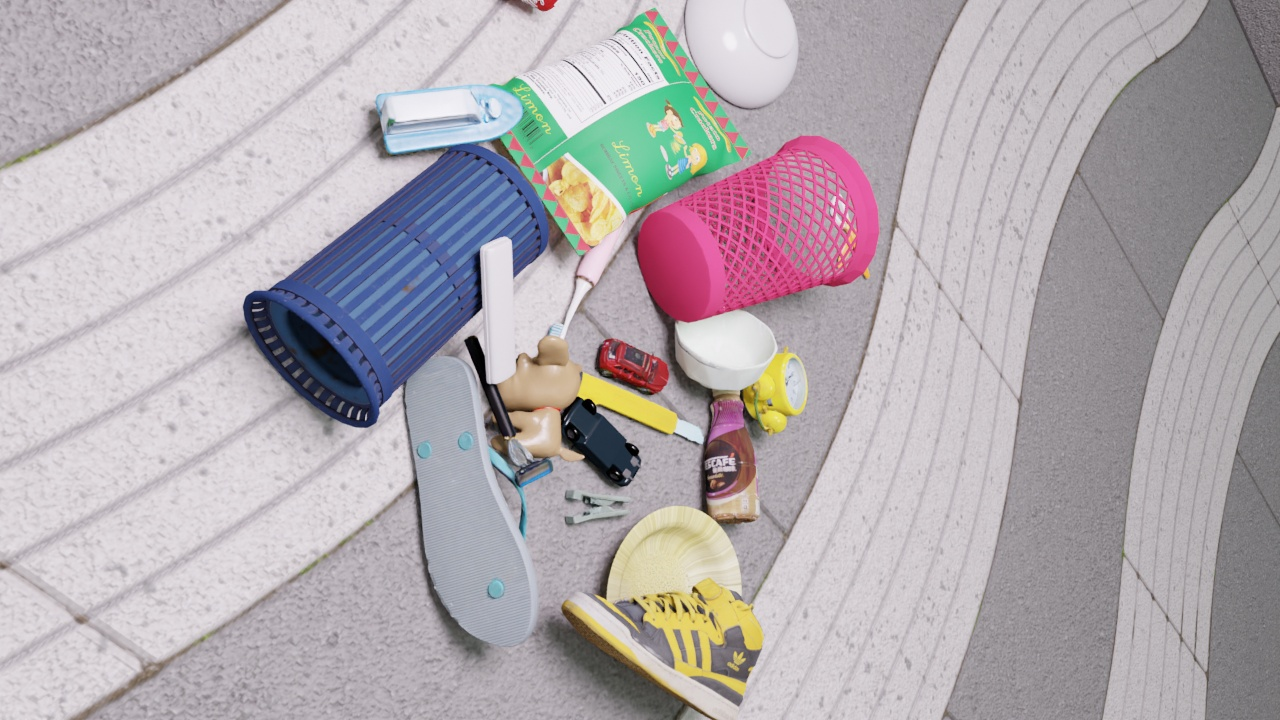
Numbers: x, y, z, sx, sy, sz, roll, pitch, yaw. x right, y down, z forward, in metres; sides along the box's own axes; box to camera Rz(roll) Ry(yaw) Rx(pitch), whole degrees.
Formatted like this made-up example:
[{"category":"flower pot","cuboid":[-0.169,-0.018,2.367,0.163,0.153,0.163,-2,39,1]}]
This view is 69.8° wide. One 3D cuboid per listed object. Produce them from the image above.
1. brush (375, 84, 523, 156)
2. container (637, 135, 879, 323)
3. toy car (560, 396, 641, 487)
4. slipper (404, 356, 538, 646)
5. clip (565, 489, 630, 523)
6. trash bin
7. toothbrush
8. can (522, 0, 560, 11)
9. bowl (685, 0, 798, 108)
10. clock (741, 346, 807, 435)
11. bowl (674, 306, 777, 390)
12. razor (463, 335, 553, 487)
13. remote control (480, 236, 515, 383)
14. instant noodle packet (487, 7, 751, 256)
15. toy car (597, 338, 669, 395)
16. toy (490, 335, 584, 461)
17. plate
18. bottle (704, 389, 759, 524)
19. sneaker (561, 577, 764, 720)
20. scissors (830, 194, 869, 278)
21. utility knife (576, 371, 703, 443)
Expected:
[{"category":"brush","cuboid":[-0.173,-0.230,0.856,0.135,0.075,0.055,-14,92,-23]},{"category":"container","cuboid":[0.123,-0.138,1.041,0.225,0.184,0.183,-24,98,-30]},{"category":"toy car","cuboid":[-0.043,0.086,0.957,0.112,0.034,0.046,47,59,-24]},{"category":"slipper","cuboid":[-0.157,0.129,0.844,0.054,0.098,0.268,3,69,-73]},{"category":"clip","cuboid":[-0.044,0.159,0.955,0.078,0.023,0.050,22,72,-31]},{"category":"trash bin","cuboid":[-0.197,-0.076,0.797,0.139,0.140,0.248,54,55,-19]},{"category":"toothbrush","cuboid":[-0.048,-0.110,0.985,0.026,0.027,0.222,22,66,4]},{"category":"can","cuboid":[-0.132,-0.418,0.925,0.116,0.087,0.086,14,75,-36]},{"category":"bowl","cuboid":[0.142,-0.411,1.148,0.176,0.066,0.176,6,80,-37]},{"category":"clock","cuboid":[0.155,0.037,1.089,0.118,0.057,0.083,-50,126,-48]},{"category":"bowl","cuboid":[0.091,-0.006,1.041,0.117,0.117,0.061,-24,141,-37]},{"category":"razor","cuboid":[-0.127,0.044,0.833,0.042,0.022,0.144,-22,86,-44]},{"category":"remote control","cuboid":[-0.122,-0.041,0.794,0.033,0.012,0.131,-36,137,-49]},{"category":"instant noodle packet","cuboid":[-0.023,-0.249,0.972,0.252,0.090,0.195,-35,92,-26]},{"category":"toy car","cuboid":[-0.006,0.006,0.999,0.091,0.036,0.042,28,67,-38]},{"category":"toy","cuboid":[-0.100,0.041,0.887,0.106,0.134,0.108,6,78,5]},{"category":"plate","cuboid":[0.029,0.250,0.989,0.184,0.036,0.184,6,81,-37]},{"category":"bottle","cuboid":[0.103,0.102,1.054,0.059,0.060,0.166,12,68,-36]},{"category":"sneaker","cuboid":[0.036,0.261,0.911,0.238,0.086,0.122,44,66,-29]},{"category":"scissors","cuboid":[0.292,-0.177,1.267,0.128,0.011,0.125,45,58,-22]},{"category":"utility knife","cuboid":[0.001,0.056,1.005,0.191,0.018,0.030,24,74,-29]}]
